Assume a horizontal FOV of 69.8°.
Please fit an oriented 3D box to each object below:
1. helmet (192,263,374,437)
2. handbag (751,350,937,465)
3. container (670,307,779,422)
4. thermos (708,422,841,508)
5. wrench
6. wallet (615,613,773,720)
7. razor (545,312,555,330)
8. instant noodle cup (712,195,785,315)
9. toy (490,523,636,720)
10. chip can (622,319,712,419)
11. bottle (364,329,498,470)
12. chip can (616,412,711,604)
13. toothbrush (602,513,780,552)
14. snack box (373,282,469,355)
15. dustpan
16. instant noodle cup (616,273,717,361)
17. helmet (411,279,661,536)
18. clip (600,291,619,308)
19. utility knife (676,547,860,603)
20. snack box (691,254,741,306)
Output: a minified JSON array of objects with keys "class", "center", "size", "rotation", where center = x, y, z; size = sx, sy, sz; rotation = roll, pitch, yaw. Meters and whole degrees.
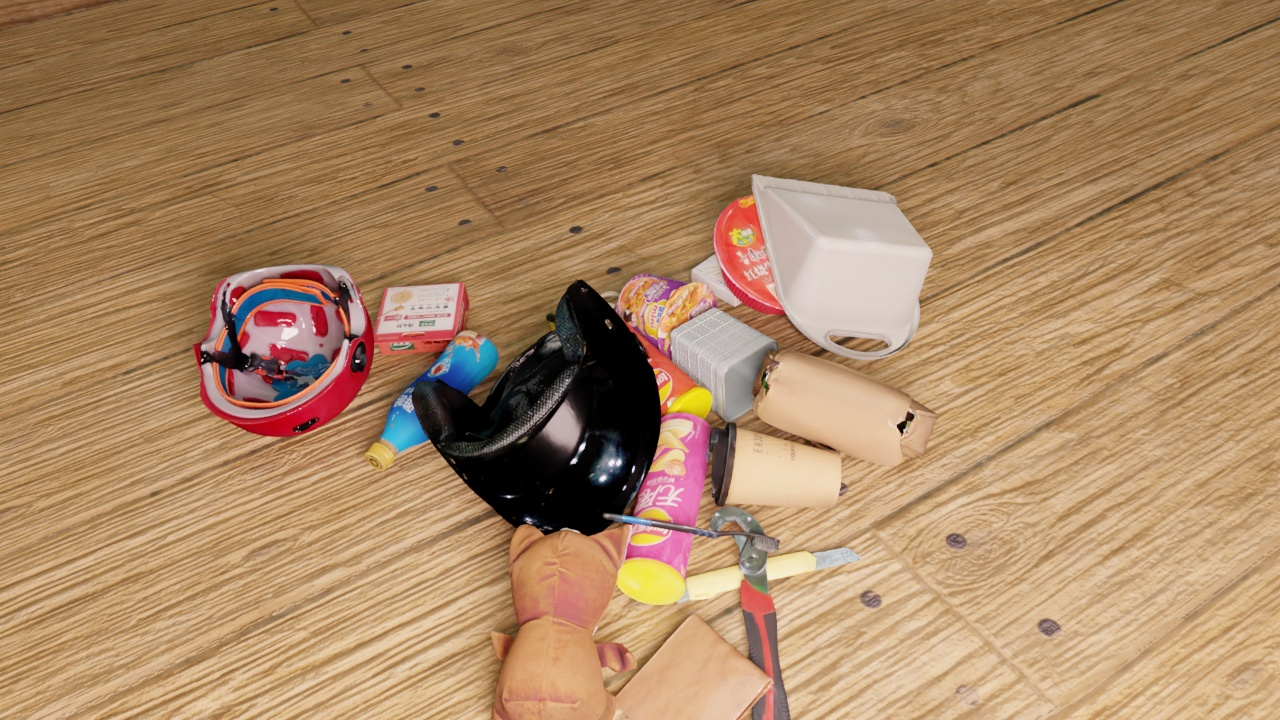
[{"class":"helmet","center":[-0.425,0.004,1.135],"size":[0.207,0.144,0.239],"rotation":[-4,57,6]},{"class":"handbag","center":[0.221,0.056,1.025],"size":[0.205,0.147,0.100],"rotation":[20,90,20]},{"class":"container","center":[0.100,0.000,1.131],"size":[0.090,0.090,0.111],"rotation":[-29,46,-25]},{"class":"thermos","center":[0.141,0.120,0.997],"size":[0.143,0.093,0.092],"rotation":[8,43,1]},{"class":"wrench","center":[0.112,0.258,0.888],"size":[0.056,0.016,0.272],"rotation":[-8,48,1]},{"class":"wallet","center":[0.047,0.303,0.841],"size":[0.115,0.020,0.101],"rotation":[-41,49,-18]},{"class":"razor","center":[-0.098,-0.011,1.203],"size":[0.043,0.028,0.132],"rotation":[22,31,-30]},{"class":"instant noodle cup","center":[0.181,-0.132,1.251],"size":[0.193,0.066,0.193],"rotation":[8,58,-13]},{"class":"toy","center":[-0.072,0.247,0.857],"size":[0.140,0.131,0.199],"rotation":[0,64,2]},{"class":"chip can","center":[-0.007,0.007,1.136],"size":[0.073,0.073,0.216],"rotation":[-30,51,-25]},{"class":"bottle","center":[-0.256,0.049,1.123],"size":[0.065,0.065,0.218],"rotation":[17,46,21]},{"class":"chip can","center":[0.030,0.152,0.981],"size":[0.071,0.071,0.210],"rotation":[6,43,11]},{"class":"toothbrush","center":[0.053,0.171,0.913],"size":[0.189,0.014,0.016],"rotation":[12,61,-15]},{"class":"snack box","center":[-0.297,-0.050,1.250],"size":[0.113,0.044,0.127],"rotation":[-4,41,0]},{"class":"dustpan","center":[0.268,-0.125,1.230],"size":[0.222,0.143,0.257],"rotation":[4,30,-16]},{"class":"instant noodle cup","center":[0.030,-0.062,1.196],"size":[0.111,0.112,0.099],"rotation":[-35,42,-29]},{"class":"helmet","center":[-0.090,0.057,0.986],"size":[0.234,0.230,0.274],"rotation":[-29,13,17]},{"class":"clip","center":[-0.063,-0.075,1.242],"size":[0.103,0.092,0.034],"rotation":[22,48,12]},{"class":"utility knife","center":[0.130,0.216,0.942],"size":[0.196,0.020,0.031],"rotation":[-14,48,-1]},{"class":"snack box","center":[0.156,-0.140,1.324],"size":[0.156,0.027,0.085],"rotation":[-36,51,-29]}]
